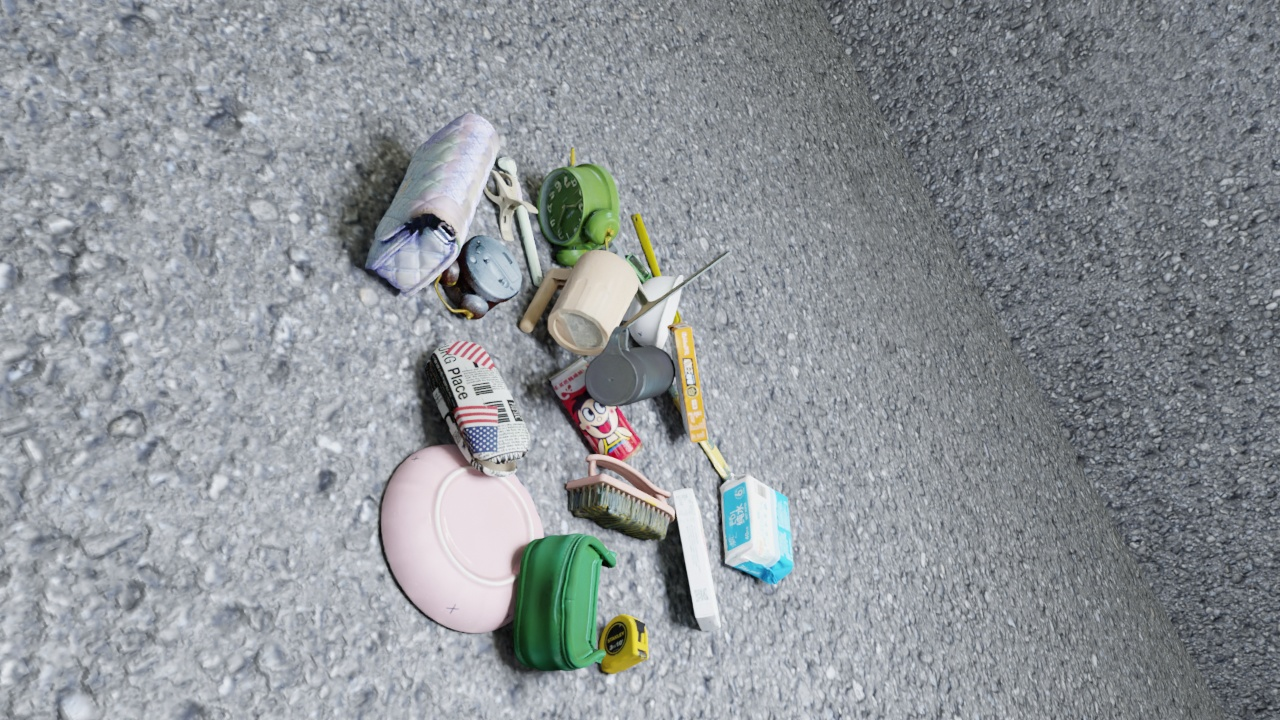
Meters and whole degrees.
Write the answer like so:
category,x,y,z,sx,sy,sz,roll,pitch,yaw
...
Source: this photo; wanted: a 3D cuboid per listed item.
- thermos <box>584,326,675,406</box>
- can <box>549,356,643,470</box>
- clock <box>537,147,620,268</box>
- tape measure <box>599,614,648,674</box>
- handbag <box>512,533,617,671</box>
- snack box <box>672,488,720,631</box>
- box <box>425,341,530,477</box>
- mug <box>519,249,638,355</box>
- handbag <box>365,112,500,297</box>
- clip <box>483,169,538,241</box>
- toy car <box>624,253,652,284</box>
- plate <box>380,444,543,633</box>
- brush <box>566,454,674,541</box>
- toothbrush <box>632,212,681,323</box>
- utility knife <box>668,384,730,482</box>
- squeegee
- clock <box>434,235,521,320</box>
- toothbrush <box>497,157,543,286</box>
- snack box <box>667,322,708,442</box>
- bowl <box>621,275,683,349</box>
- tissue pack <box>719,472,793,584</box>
category,x,y,z,sx,sy,sz,roll,pitch,yaw
thermos,-0.007,0.006,1.103,0.242,0.068,0.090,-3,101,-80
can,-0.054,0.063,1.106,0.133,0.053,0.053,57,34,-5
clock,-0.079,-0.188,1.211,0.056,0.116,0.161,-7,67,-42
tape measure,-0.016,0.300,0.972,0.029,0.060,0.057,31,37,-33
handbag,-0.067,0.239,0.909,0.120,0.068,0.131,30,59,-58
snack box,0.069,0.243,1.117,0.085,0.027,0.156,71,9,-62
box,-0.166,0.040,0.932,0.074,0.077,0.163,7,43,-44
mug,-0.076,-0.071,1.117,0.084,0.125,0.103,73,30,-43
handbag,-0.224,-0.170,0.990,0.075,0.134,0.193,38,38,-29
clip,-0.172,-0.205,1.173,0.034,0.060,0.097,1,53,-53
toy car,-0.003,-0.112,1.322,0.091,0.036,0.043,53,33,-17
plate,-0.162,0.167,0.900,0.192,0.039,0.192,32,42,-35
brush,-0.014,0.162,1.074,0.145,0.063,0.073,30,54,-38
toothbrush,0.025,-0.139,1.394,0.016,0.016,0.190,5,61,-56
utility knife,0.080,0.099,1.292,0.178,0.019,0.030,53,28,-2
squeegee,-0.017,-0.111,1.232,0.039,0.246,0.246,50,6,-36
clock,-0.189,-0.092,1.047,0.082,0.055,0.121,55,35,-7
toothbrush,-0.153,-0.181,1.195,0.029,0.020,0.189,2,64,-44
snack box,0.063,0.028,1.229,0.075,0.026,0.154,-121,-158,-81
bowl,0.010,-0.070,1.266,0.065,0.118,0.118,18,38,7
tissue pack,0.155,0.226,1.243,0.090,0.063,0.139,32,42,-33
